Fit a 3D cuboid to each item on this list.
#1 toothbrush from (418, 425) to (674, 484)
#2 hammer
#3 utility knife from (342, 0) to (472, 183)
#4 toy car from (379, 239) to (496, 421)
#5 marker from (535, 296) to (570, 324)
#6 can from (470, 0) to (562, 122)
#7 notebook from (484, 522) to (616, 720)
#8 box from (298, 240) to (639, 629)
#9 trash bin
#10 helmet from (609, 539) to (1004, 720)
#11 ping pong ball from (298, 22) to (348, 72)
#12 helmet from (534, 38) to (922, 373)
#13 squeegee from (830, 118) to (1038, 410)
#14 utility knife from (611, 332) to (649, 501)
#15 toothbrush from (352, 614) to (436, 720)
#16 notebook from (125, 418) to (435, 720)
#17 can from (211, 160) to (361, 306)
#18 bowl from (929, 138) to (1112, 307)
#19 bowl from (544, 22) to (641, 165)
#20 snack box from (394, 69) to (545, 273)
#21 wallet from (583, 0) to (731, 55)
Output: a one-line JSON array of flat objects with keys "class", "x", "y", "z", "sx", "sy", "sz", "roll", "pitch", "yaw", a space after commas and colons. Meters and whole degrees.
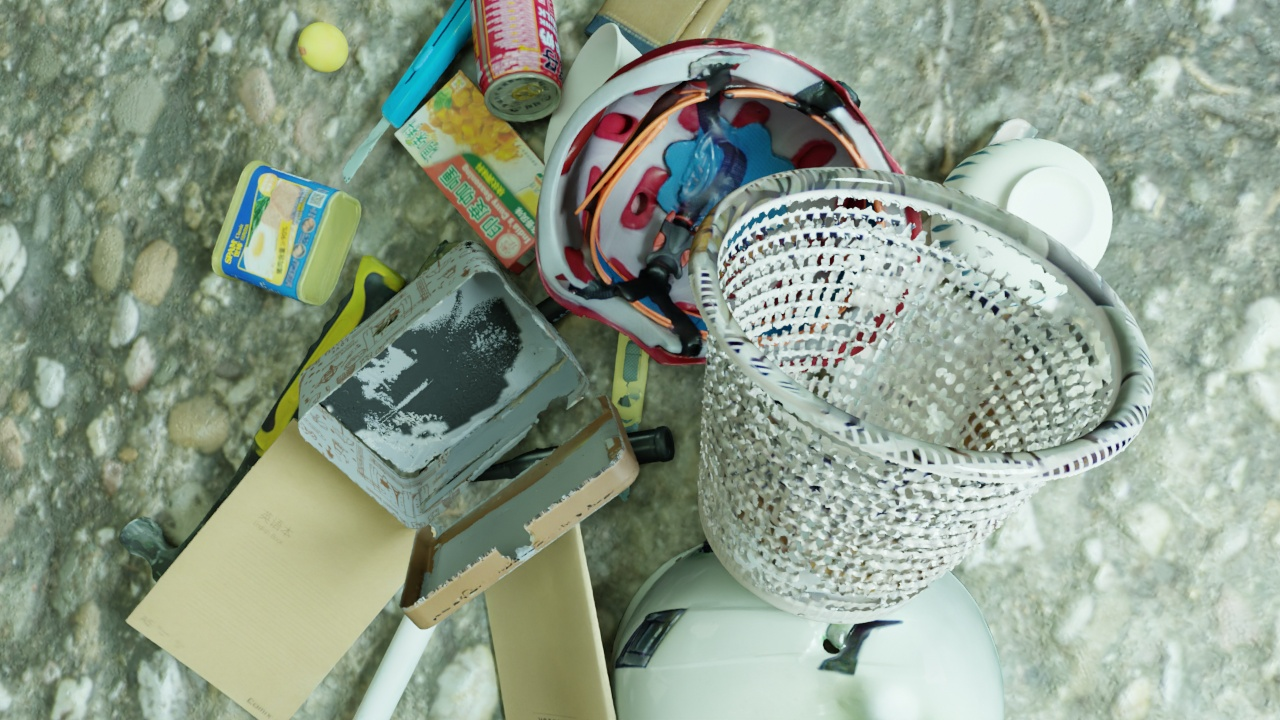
[{"class": "toothbrush", "x": -0.078, "y": 0.079, "z": 0.705, "sx": 0.213, "sy": 0.026, "sz": 0.027, "roll": -10, "pitch": 75, "yaw": 18}, {"class": "hammer", "x": -0.295, "y": 0.059, "z": 0.755, "sx": 0.126, "sy": 0.032, "sz": 0.323, "roll": 36, "pitch": 92, "yaw": 13}, {"class": "utility knife", "x": -0.183, "y": -0.228, "z": 0.749, "sx": 0.034, "sy": 0.018, "sz": 0.204, "roll": 29, "pitch": 82, "yaw": 33}, {"class": "toy car", "x": -0.167, "y": -0.022, "z": 0.732, "sx": 0.070, "sy": 0.042, "sz": 0.158, "roll": 32, "pitch": 94, "yaw": 14}, {"class": "marker", "x": -0.041, "y": -0.060, "z": 0.711, "sx": 0.132, "sy": 0.020, "sz": 0.022, "roll": -33, "pitch": 54, "yaw": 13}, {"class": "can", "x": -0.096, "y": -0.242, "z": 0.717, "sx": 0.066, "sy": 0.066, "sz": 0.093, "roll": -12, "pitch": 71, "yaw": 11}, {"class": "notebook", "x": -0.065, "y": 0.225, "z": 0.652, "sx": 0.148, "sy": 0.008, "sz": 0.207, "roll": -21, "pitch": 77, "yaw": 51}, {"class": "box", "x": -0.121, "y": 0.051, "z": 0.621, "sx": 0.183, "sy": 0.193, "sz": 0.157, "roll": -39, "pitch": 118, "yaw": 2}, {"class": "trash bin", "x": 0.122, "y": 0.034, "z": 0.508, "sx": 0.227, "sy": 0.193, "sz": 0.227, "roll": 6, "pitch": 43, "yaw": -6}, {"class": "helmet", "x": 0.097, "y": 0.221, "z": 0.589, "sx": 0.274, "sy": 0.157, "sz": 0.230, "roll": -6, "pitch": 83, "yaw": 12}, {"class": "ping pong ball", "x": -0.268, "y": -0.265, "z": 0.777, "sx": 0.040, "sy": 0.040, "sz": 0.040, "roll": -1, "pitch": 84, "yaw": 12}, {"class": "helmet", "x": 0.058, "y": -0.107, "z": 0.612, "sx": 0.240, "sy": 0.143, "sz": 0.207, "roll": 25, "pitch": 116, "yaw": -13}, {"class": "squeegee", "x": 0.117, "y": -0.130, "z": 0.682, "sx": 0.249, "sy": 0.040, "sz": 0.247, "roll": 33, "pitch": 93, "yaw": 14}, {"class": "utility knife", "x": -0.004, "y": 0.004, "z": 0.709, "sx": 0.031, "sy": 0.021, "sz": 0.206, "roll": 6, "pitch": 90, "yaw": 18}, {"class": "toothbrush", "x": -0.212, "y": 0.285, "z": 0.717, "sx": 0.026, "sy": 0.026, "sz": 0.221, "roll": 26, "pitch": 90, "yaw": -8}, {"class": "notebook", "x": -0.281, "y": 0.172, "z": 0.725, "sx": 0.149, "sy": 0.012, "sz": 0.211, "roll": 40, "pitch": 93, "yaw": -7}, {"class": "can", "x": -0.290, "y": -0.103, "z": 0.758, "sx": 0.083, "sy": 0.057, "sz": 0.102, "roll": 20, "pitch": 89, "yaw": 11}, {"class": "bowl", "x": 0.264, "y": -0.095, "z": 0.620, "sx": 0.116, "sy": 0.066, "sz": 0.116, "roll": 0, "pitch": 92, "yaw": 1}, {"class": "bowl", "x": -0.019, "y": -0.185, "z": 0.695, "sx": 0.064, "sy": 0.118, "sz": 0.118, "roll": 18, "pitch": 88, "yaw": -25}, {"class": "snack box", "x": -0.122, "y": -0.152, "z": 0.741, "sx": 0.077, "sy": 0.027, "sz": 0.156, "roll": -42, "pitch": 77, "yaw": 7}, {"class": "wallet", "x": 0.022, "y": -0.283, "z": 0.722, "sx": 0.090, "sy": 0.033, "sz": 0.115, "roll": 34, "pitch": 88, "yaw": 14}]
